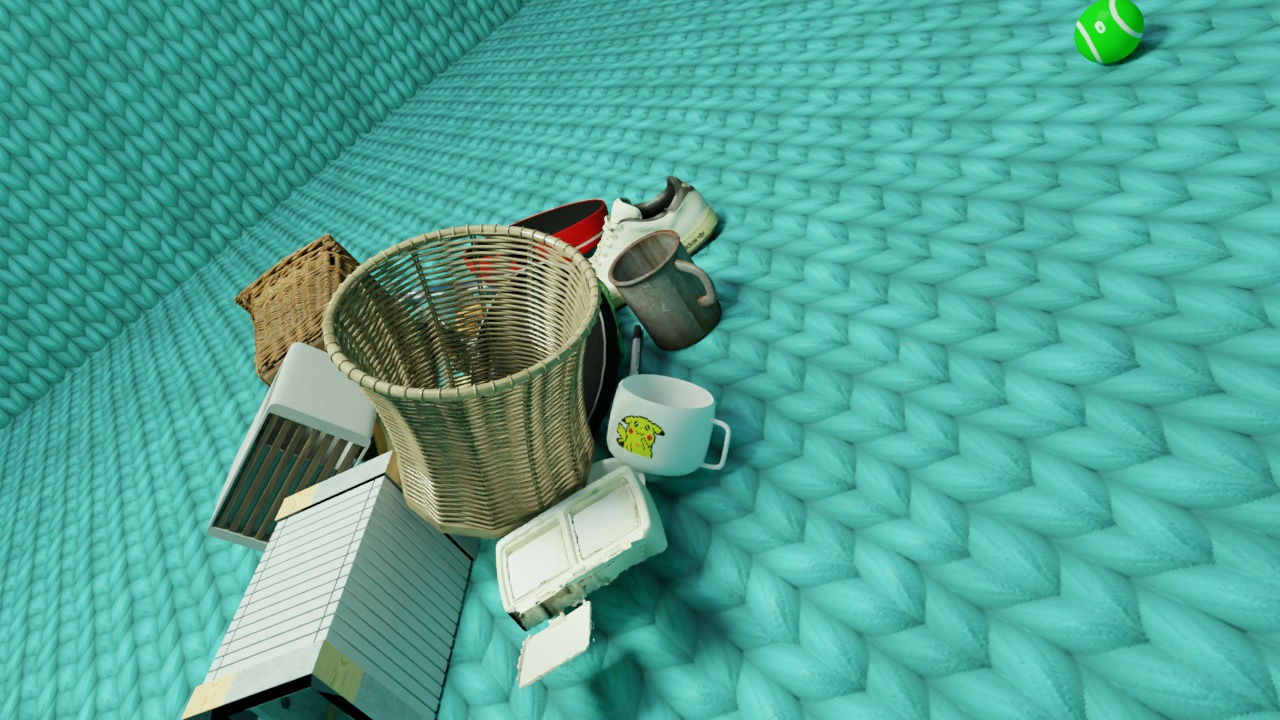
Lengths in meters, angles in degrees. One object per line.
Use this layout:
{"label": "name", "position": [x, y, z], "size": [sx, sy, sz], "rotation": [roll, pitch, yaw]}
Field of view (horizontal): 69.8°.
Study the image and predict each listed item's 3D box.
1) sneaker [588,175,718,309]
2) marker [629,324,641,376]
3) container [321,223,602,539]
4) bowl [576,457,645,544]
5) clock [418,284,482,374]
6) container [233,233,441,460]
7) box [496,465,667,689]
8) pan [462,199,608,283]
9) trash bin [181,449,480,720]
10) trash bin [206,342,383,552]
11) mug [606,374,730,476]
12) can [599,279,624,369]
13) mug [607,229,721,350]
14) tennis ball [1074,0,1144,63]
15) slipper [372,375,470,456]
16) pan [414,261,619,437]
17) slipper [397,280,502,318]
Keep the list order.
{"label": "sneaker", "position": [-0.022, -0.146, 1.163], "size": [0.241, 0.102, 0.089], "rotation": [-34, 31, 5]}
{"label": "marker", "position": [-0.006, 0.006, 1.030], "size": [0.011, 0.011, 0.151], "rotation": [-24, 33, 20]}
{"label": "container", "position": [-0.140, 0.022, 0.815], "size": [0.227, 0.196, 0.226], "rotation": [-2, 42, 2]}
{"label": "bowl", "position": [-0.034, 0.144, 0.840], "size": [0.110, 0.040, 0.109], "rotation": [-25, 32, 17]}
{"label": "clock", "position": [-0.225, -0.030, 1.194], "size": [0.073, 0.121, 0.158], "rotation": [-44, 37, -21]}
{"label": "container", "position": [-0.393, -0.003, 1.216], "size": [0.162, 0.250, 0.183], "rotation": [-32, 39, 6]}
{"label": "box", "position": [-0.050, 0.162, 0.730], "size": [0.145, 0.066, 0.185], "rotation": [-33, 11, 2]}
{"label": "pan", "position": [-0.143, -0.142, 1.192], "size": [0.209, 0.067, 0.355], "rotation": [-18, 20, 8]}
{"label": "trash bin", "position": [-0.268, 0.236, 0.848], "size": [0.143, 0.142, 0.246], "rotation": [-24, 33, 20]}
{"label": "trash bin", "position": [-0.411, 0.112, 1.097], "size": [0.229, 0.114, 0.114], "rotation": [-53, 25, 28]}
{"label": "mug", "position": [0.028, 0.062, 0.838], "size": [0.116, 0.068, 0.094], "rotation": [19, 18, 24]}
{"label": "can", "position": [-0.067, -0.037, 1.078], "size": [0.083, 0.083, 0.144], "rotation": [-31, 31, 9]}
{"label": "mug", "position": [0.039, -0.076, 1.005], "size": [0.123, 0.110, 0.096], "rotation": [8, 57, 49]}
{"label": "tennis ball", "position": [0.490, -0.345, 0.960], "size": [0.065, 0.065, 0.065], "rotation": [-25, 32, 17]}
{"label": "slipper", "position": [-0.299, 0.099, 1.107], "size": [0.260, 0.079, 0.111], "rotation": [-53, 18, -21]}
{"label": "pan", "position": [-0.153, -0.006, 1.041], "size": [0.357, 0.034, 0.225], "rotation": [15, 93, 45]}
{"label": "slipper", "position": [-0.278, -0.085, 1.356], "size": [0.295, 0.060, 0.118], "rotation": [-8, 12, 13]}
